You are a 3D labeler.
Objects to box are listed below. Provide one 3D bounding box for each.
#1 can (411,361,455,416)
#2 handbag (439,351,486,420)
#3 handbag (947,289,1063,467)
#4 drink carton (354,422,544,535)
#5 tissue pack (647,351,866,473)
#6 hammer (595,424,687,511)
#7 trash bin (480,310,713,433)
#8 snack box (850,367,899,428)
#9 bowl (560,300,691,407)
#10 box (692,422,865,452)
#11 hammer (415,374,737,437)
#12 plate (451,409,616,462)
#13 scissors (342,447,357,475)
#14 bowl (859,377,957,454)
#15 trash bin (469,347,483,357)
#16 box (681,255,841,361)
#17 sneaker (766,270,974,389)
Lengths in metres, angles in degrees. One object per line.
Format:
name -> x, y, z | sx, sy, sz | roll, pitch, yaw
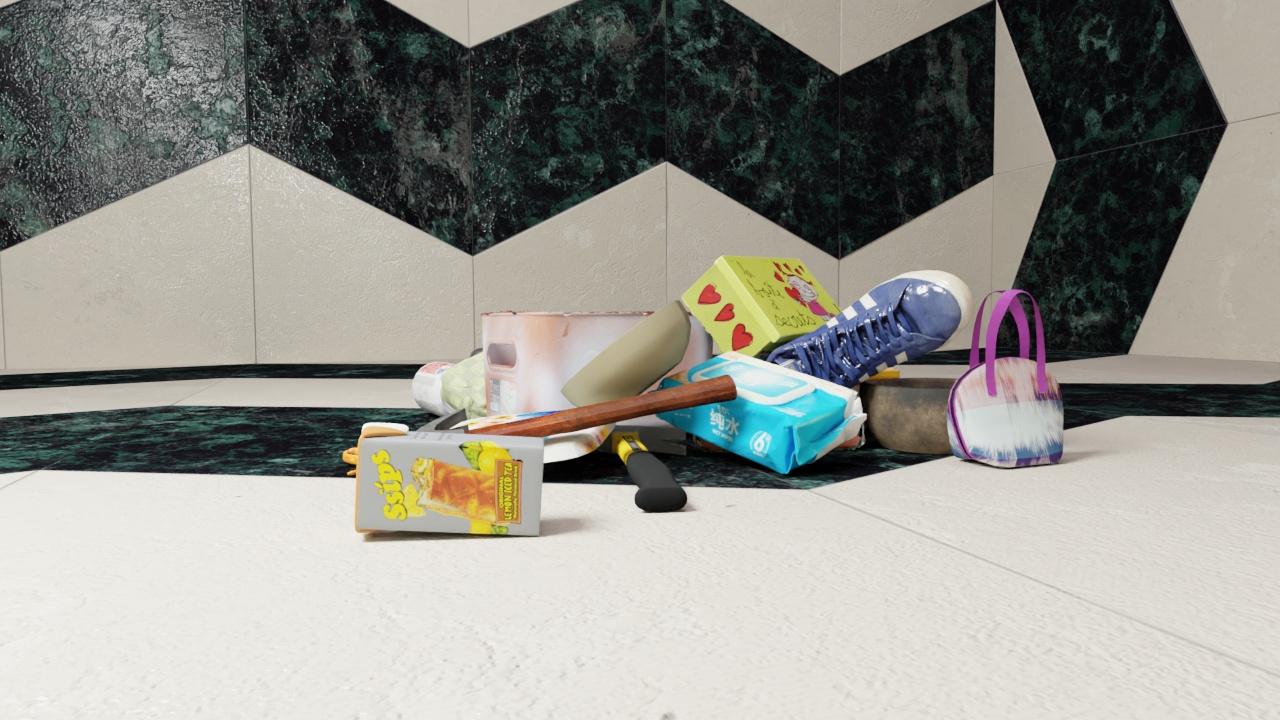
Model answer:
can -> -0.275, 0.043, 1.319 | 0.078, 0.078, 0.136 | -2, 4, -29
handbag -> -0.177, 0.009, 1.219 | 0.113, 0.117, 0.185 | 27, 33, 19
handbag -> 0.362, 0.015, 0.904 | 0.144, 0.170, 0.068 | -2, 4, -24
drink carton -> -0.131, 0.084, 0.636 | 0.125, 0.076, 0.048 | 3, 3, -6
tissue pack -> 0.112, 0.046, 0.927 | 0.116, 0.066, 0.209 | -20, 27, -39
hammer -> -0.001, 0.094, 0.851 | 0.127, 0.029, 0.323 | -1, 4, -8
trash bin -> -0.050, 0.014, 1.129 | 0.259, 0.157, 0.182 | -3, 4, -31
snack box -> 0.214, 0.047, 1.166 | 0.195, 0.080, 0.145 | -1, 3, 1
bowl -> -0.006, 0.005, 0.926 | 0.152, 0.050, 0.152 | -38, -4, -3
box -> 0.148, 0.077, 1.002 | 0.187, 0.060, 0.058 | 0, -29, -2
hammer -> -0.056, 0.053, 0.831 | 0.300, 0.028, 0.111 | -11, 17, -14
plate -> -0.124, 0.074, 0.909 | 0.187, 0.016, 0.186 | -5, 8, 10
scissors -> -0.240, 0.099, 0.907 | 0.125, 0.011, 0.129 | 8, 11, 38
bowl -> 0.324, 0.060, 1.012 | 0.162, 0.070, 0.162 | 0, 3, 0
trash bin -> -0.121, 0.030, 1.415 | 0.220, 0.097, 0.191 | 2, 4, 22
box -> 0.157, -0.058, 1.112 | 0.082, 0.124, 0.220 | -44, -21, 26
sneaker -> 0.220, -0.016, 0.964 | 0.118, 0.091, 0.234 | -21, -6, -40
